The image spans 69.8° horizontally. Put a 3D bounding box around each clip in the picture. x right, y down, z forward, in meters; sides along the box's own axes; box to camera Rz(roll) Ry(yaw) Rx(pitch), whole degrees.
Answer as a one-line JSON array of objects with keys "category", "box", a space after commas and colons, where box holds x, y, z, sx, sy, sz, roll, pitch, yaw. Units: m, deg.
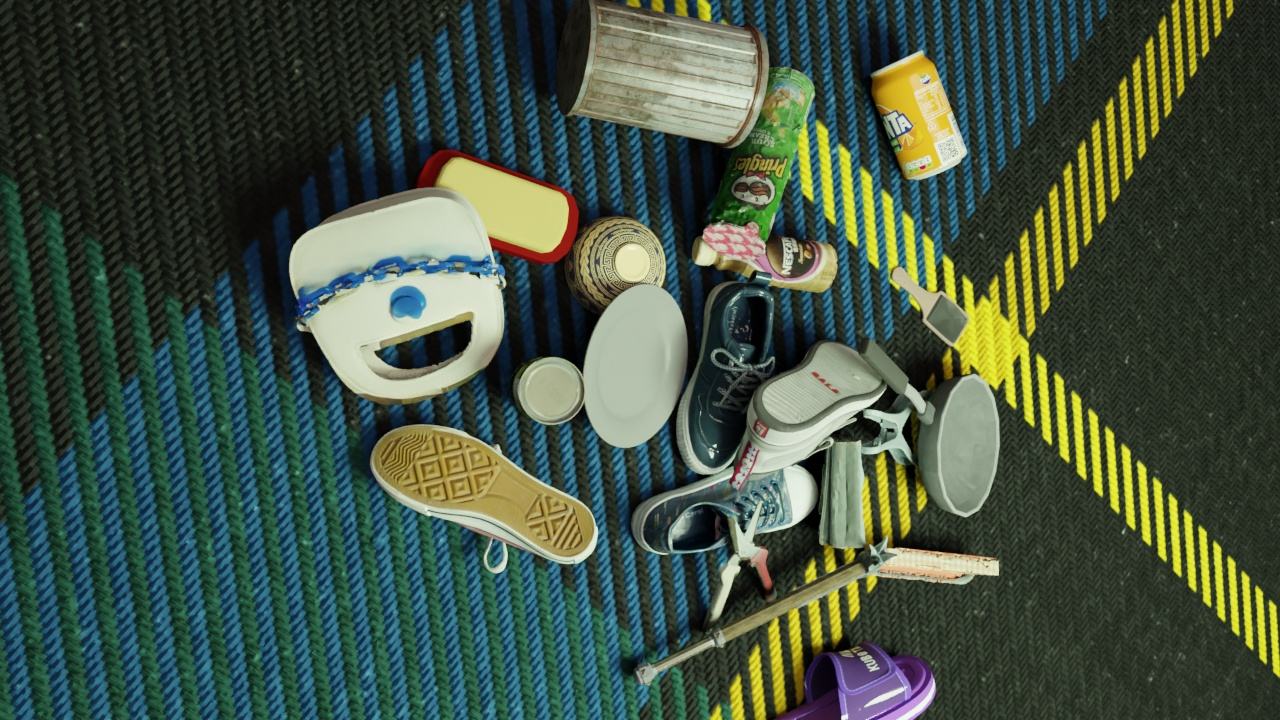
[{"category": "clip", "box": [0.323, 0.112, 1.131, 0.171, 0.029, 0.141, -10, 97, -43]}]

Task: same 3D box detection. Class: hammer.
[{"category": "hammer", "box": [0.136, 0.296, 1.055, 0.316, 0.147, 0.028, -22, 68, -11]}]

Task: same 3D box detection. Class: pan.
[{"category": "pan", "box": [0.343, 0.065, 1.098, 0.357, 0.041, 0.178, 37, 66, -41]}]

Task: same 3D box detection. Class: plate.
[{"category": "plate", "box": [-0.006, 0.006, 0.992, 0.178, 0.012, 0.178, -18, 113, -49]}]

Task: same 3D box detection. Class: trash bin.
[{"category": "trash bin", "box": [0.028, -0.305, 0.978, 0.211, 0.131, 0.131, 4, 89, -21]}]

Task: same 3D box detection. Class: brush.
[{"category": "brush", "box": [-0.147, -0.159, 0.955, 0.173, 0.042, 0.082, 16, 85, -22]}, {"category": "brush", "box": [0.374, -0.075, 1.183, 0.135, 0.015, 0.049, 38, 78, -18]}]

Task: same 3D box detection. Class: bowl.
[{"category": "bowl", "box": [-0.020, -0.104, 0.997, 0.112, 0.061, 0.112, 0, 91, -22]}]

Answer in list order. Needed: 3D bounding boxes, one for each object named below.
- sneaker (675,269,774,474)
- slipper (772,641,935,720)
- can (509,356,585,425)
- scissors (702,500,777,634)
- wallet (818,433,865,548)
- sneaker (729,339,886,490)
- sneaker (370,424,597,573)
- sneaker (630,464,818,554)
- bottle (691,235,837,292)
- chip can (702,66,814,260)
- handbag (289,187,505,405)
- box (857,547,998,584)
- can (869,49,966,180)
[{"category": "sneaker", "box": [0.105, 0.016, 1.035, 0.089, 0.087, 0.235, 10, 88, -21]}, {"category": "slipper", "box": [0.228, 0.398, 1.088, 0.266, 0.107, 0.084, -21, 99, -16]}, {"category": "can", "box": [-0.096, 0.029, 0.935, 0.067, 0.121, 0.067, 0, 90, -12]}, {"category": "scissors", "box": [0.114, 0.241, 1.040, 0.179, 0.015, 0.193, -51, 136, 9]}, {"category": "wallet", "box": [0.238, 0.152, 1.088, 0.054, 0.100, 0.131, 3, 89, 4]}, {"category": "sneaker", "box": [0.193, 0.062, 1.059, 0.097, 0.129, 0.262, 41, 39, 20]}, {"category": "sneaker", "box": [-0.156, 0.142, 0.933, 0.241, 0.088, 0.118, 25, 69, 3]}, {"category": "sneaker", "box": [0.109, 0.168, 1.045, 0.235, 0.079, 0.087, -10, 95, -22]}, {"category": "bottle", "box": [0.142, -0.118, 1.066, 0.166, 0.060, 0.059, 6, 88, -13]}, {"category": "chip can", "box": [0.136, -0.225, 1.031, 0.075, 0.076, 0.222, 26, 70, -21]}, {"category": "handbag", "box": [-0.226, -0.055, 0.884, 0.200, 0.093, 0.200, -19, 108, -5]}, {"category": "box", "box": [0.360, 0.257, 1.156, 0.186, 0.083, 0.043, 10, 72, -20]}, {"category": "can", "box": [0.341, -0.300, 1.131, 0.079, 0.079, 0.142, -29, 101, -19]}]
